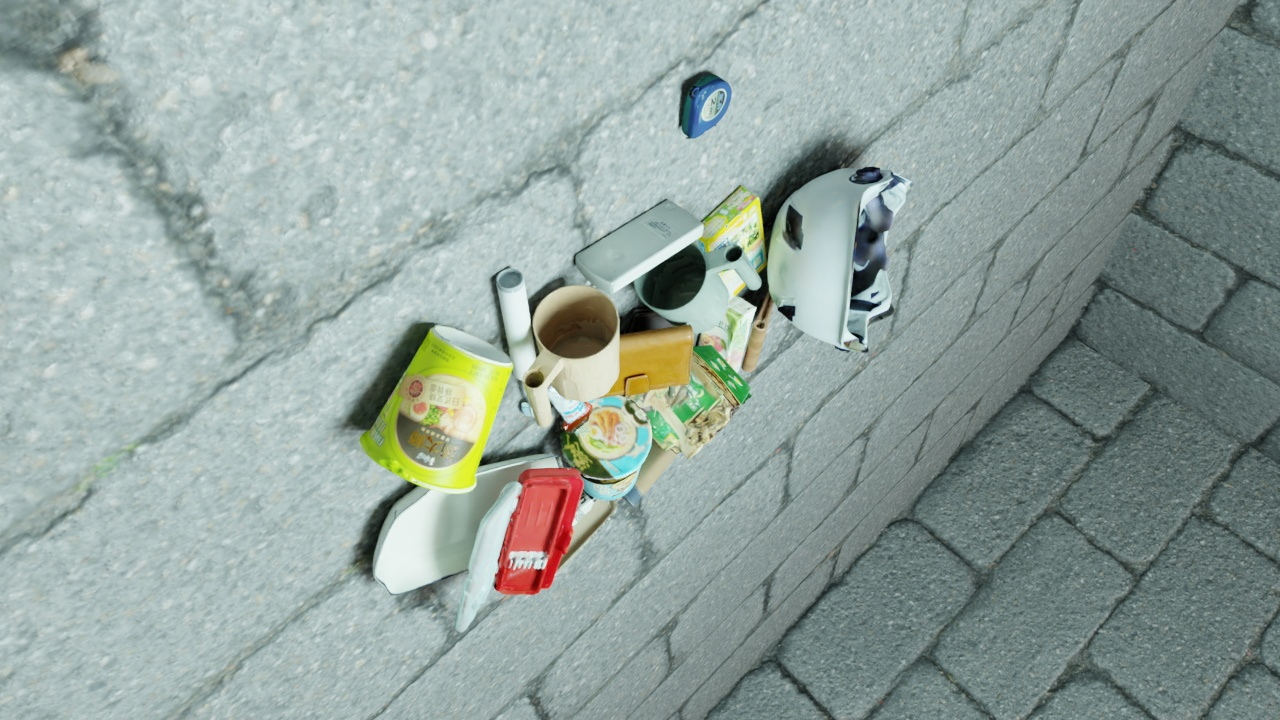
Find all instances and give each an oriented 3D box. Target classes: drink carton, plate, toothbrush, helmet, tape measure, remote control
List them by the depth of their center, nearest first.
[{"bbox_3d":[0.063,-0.251,0.894,0.054,0.025,0.058,-37,154,-28],"label":"tape measure"},{"bbox_3d":[-0.119,-0.007,0.925,0.221,0.026,0.026,89,11,-52],"label":"toothbrush"},{"bbox_3d":[-0.001,-0.116,0.932,0.134,0.056,0.019,-36,150,-27],"label":"remote control"},{"bbox_3d":[-0.192,0.172,1.030,0.265,0.034,0.162,-10,132,-51],"label":"plate"},{"bbox_3d":[0.233,-0.133,1.143,0.257,0.146,0.229,-38,134,-53],"label":"helmet"},{"bbox_3d":[0.111,-0.032,1.208,0.045,0.053,0.123,-34,149,-36],"label":"drink carton"}]

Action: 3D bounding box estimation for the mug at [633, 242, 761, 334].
[{"bbox_3d":[0.067,-0.085,1.017,0.124,0.083,0.103,-15,161,16],"label":"mug"}]

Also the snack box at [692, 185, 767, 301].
[{"bbox_3d":[0.109,-0.133,1.102,0.086,0.034,0.140,-44,154,-12],"label":"snack box"}]

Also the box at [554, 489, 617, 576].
[{"bbox_3d":[-0.096,0.225,1.193,0.162,0.075,0.086,-48,122,-9],"label":"box"}]

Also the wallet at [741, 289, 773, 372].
[{"bbox_3d":[0.167,-0.055,1.245,0.101,0.020,0.115,98,12,-55],"label":"wallet"}]

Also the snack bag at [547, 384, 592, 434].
[{"bbox_3d":[-0.084,0.042,1.031,0.045,0.026,0.105,-36,142,-6],"label":"snack bag"}]

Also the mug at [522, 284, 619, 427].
[{"bbox_3d":[-0.072,0.001,0.921,0.124,0.084,0.104,-56,165,-22],"label":"mug"}]

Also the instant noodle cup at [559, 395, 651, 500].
[{"bbox_3d":[-0.040,0.114,1.117,0.111,0.111,0.121,-40,159,-19],"label":"instant noodle cup"}]

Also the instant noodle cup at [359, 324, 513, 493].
[{"bbox_3d":[-0.175,0.038,0.822,0.111,0.112,0.123,11,107,-60],"label":"instant noodle cup"}]

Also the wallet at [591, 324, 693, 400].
[{"bbox_3d":[-0.006,0.006,1.046,0.130,0.035,0.119,-10,144,-5],"label":"wallet"}]

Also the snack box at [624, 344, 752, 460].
[{"bbox_3d":[0.068,0.042,1.152,0.118,0.117,0.105,-47,170,31],"label":"snack box"}]

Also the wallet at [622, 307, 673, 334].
[{"bbox_3d":[0.016,-0.025,1.111,0.122,0.020,0.096,-12,132,-50],"label":"wallet"}]

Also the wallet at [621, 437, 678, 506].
[{"bbox_3d":[0.000,0.124,1.200,0.115,0.090,0.033,-50,134,-5],"label":"wallet"}]

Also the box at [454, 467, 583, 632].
[{"bbox_3d":[-0.146,0.212,1.048,0.157,0.069,0.202,-19,140,-40],"label":"box"}]
